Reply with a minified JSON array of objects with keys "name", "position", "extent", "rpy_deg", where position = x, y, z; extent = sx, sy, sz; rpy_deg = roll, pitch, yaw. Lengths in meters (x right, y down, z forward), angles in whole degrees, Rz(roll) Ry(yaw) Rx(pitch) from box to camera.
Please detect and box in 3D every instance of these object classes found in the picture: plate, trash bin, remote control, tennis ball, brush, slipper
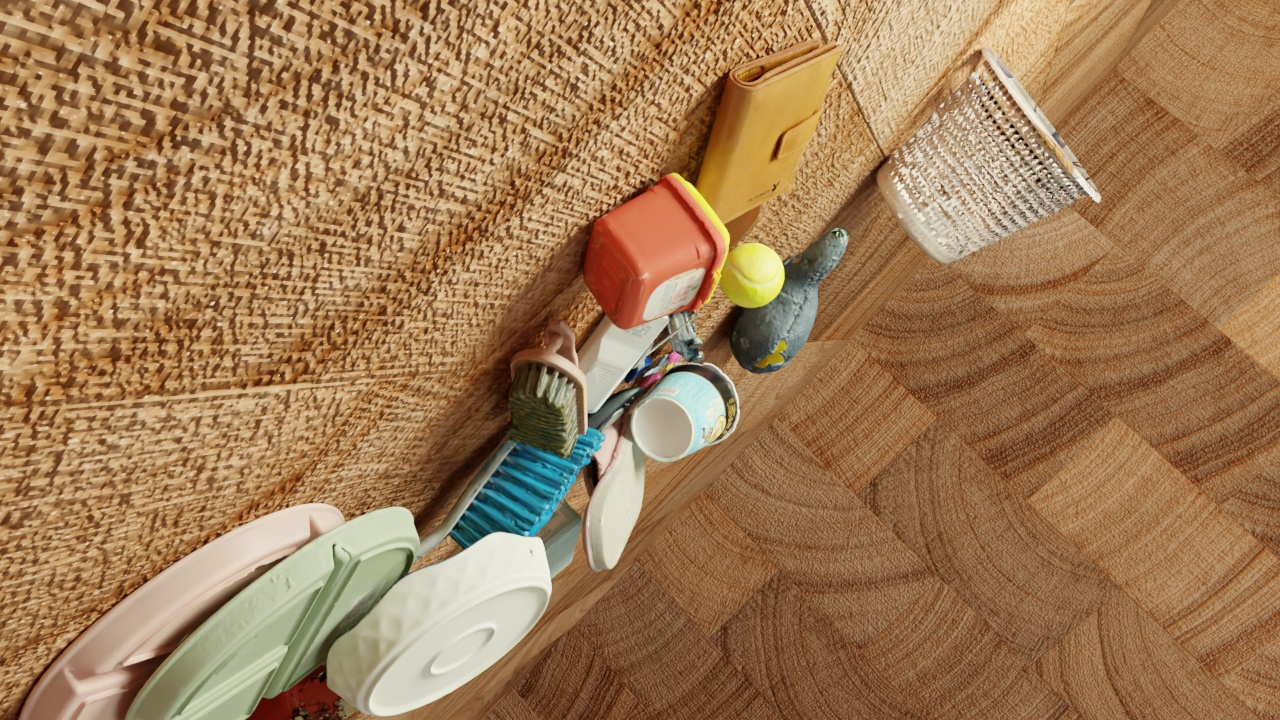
[{"name":"plate","position":[-0.247,0.192,0.649],"extent":[0.230,0.027,0.230],"rpy_deg":[-41,168,-11]},{"name":"trash bin","position":[0.410,-0.230,1.124],"extent":[0.193,0.227,0.226],"rpy_deg":[-38,172,29]},{"name":"plate","position":[-0.291,0.185,0.619],"extent":[0.229,0.028,0.230],"rpy_deg":[-42,167,-12]},{"name":"plate","position":[-0.158,0.225,0.764],"extent":[0.204,0.045,0.205],"rpy_deg":[-31,152,-18]},{"name":"remote control","position":[-0.052,0.071,1.002],"extent":[0.136,0.024,0.053],"rpy_deg":[-42,168,-15]},{"name":"remote control","position":[-0.028,-0.002,0.802],"extent":[0.049,0.024,0.125],"rpy_deg":[20,122,-31]},{"name":"tennis ball","position":[0.112,-0.086,0.926],"extent":[0.065,0.065,0.065],"rpy_deg":[-42,167,-12]},{"name":"brush","position":[-0.072,0.022,0.728],"extent":[0.146,0.063,0.073],"rpy_deg":[98,10,-66]},{"name":"brush","position":[-0.166,0.160,0.820],"extent":[0.314,0.109,0.060],"rpy_deg":[-53,175,0]},{"name":"slipper","position":[-0.036,0.142,1.033],"extent":[0.273,0.054,0.114],"rpy_deg":[-68,154,-66]}]

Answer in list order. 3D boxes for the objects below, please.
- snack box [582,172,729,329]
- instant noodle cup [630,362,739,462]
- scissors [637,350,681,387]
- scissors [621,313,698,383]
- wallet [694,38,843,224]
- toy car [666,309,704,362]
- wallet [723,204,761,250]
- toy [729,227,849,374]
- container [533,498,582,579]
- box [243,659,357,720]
[{"name":"snack box","position":[0.008,-0.070,0.637],"extent":[0.080,0.082,0.091],"rpy_deg":[-28,160,-24]},{"name":"instant noodle cup","position":[0.046,0.066,1.071],"extent":[0.111,0.111,0.120],"rpy_deg":[-51,171,25]},{"name":"scissors","position":[0.015,0.013,1.023],"extent":[0.094,0.017,0.137],"rpy_deg":[-42,176,17]},{"name":"scissors","position":[-0.009,0.008,0.919],"extent":[0.176,0.012,0.162],"rpy_deg":[-38,175,6]},{"name":"wallet","position":[0.087,-0.160,0.659],"extent":[0.107,0.031,0.132],"rpy_deg":[-30,154,-31]},{"name":"toy car","position":[0.048,-0.025,0.978],"extent":[0.034,0.043,0.090],"rpy_deg":[-17,164,2]},{"name":"wallet","position":[0.060,-0.114,0.761],"extent":[0.124,0.032,0.101],"rpy_deg":[-45,164,-9]},{"name":"toy","position":[0.177,-0.052,1.182],"extent":[0.137,0.091,0.357],"rpy_deg":[-53,173,-23]},{"name":"container","position":[-0.125,0.197,1.034],"extent":[0.089,0.090,0.112],"rpy_deg":[-37,162,-31]},{"name":"box","position":[-0.274,0.291,0.823],"extent":[0.091,0.077,0.168],"rpy_deg":[-20,178,25]}]
